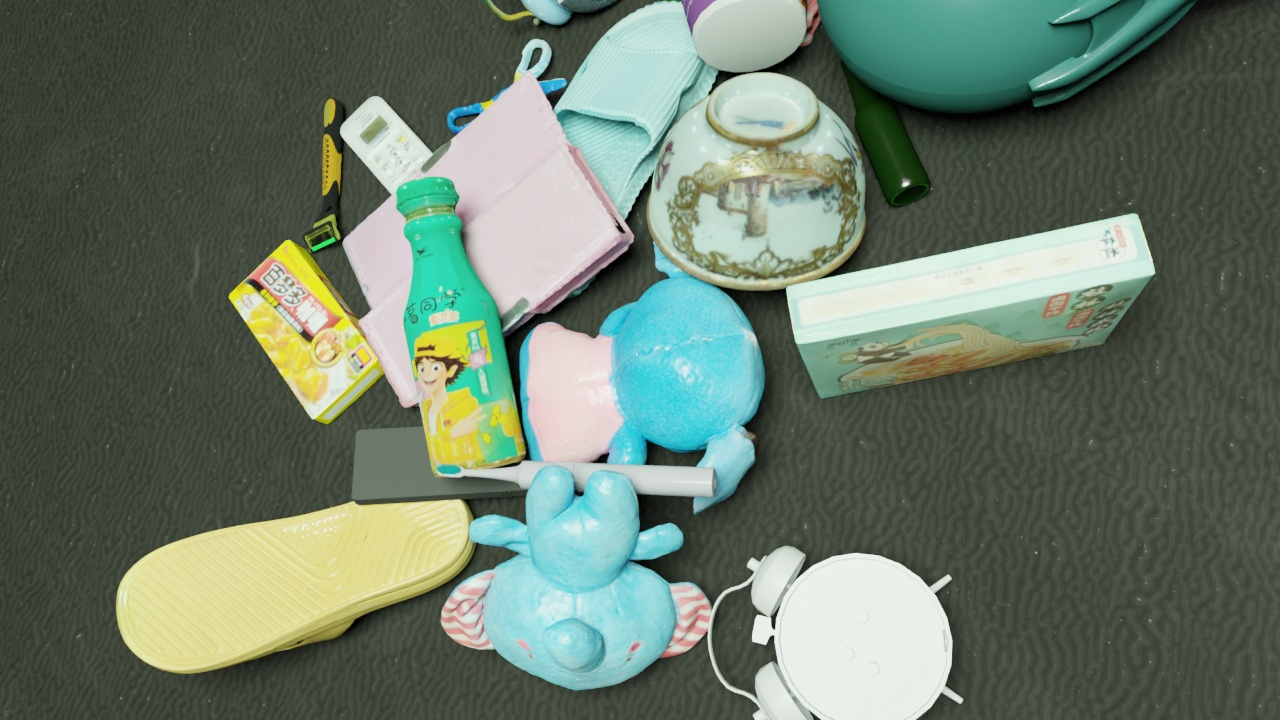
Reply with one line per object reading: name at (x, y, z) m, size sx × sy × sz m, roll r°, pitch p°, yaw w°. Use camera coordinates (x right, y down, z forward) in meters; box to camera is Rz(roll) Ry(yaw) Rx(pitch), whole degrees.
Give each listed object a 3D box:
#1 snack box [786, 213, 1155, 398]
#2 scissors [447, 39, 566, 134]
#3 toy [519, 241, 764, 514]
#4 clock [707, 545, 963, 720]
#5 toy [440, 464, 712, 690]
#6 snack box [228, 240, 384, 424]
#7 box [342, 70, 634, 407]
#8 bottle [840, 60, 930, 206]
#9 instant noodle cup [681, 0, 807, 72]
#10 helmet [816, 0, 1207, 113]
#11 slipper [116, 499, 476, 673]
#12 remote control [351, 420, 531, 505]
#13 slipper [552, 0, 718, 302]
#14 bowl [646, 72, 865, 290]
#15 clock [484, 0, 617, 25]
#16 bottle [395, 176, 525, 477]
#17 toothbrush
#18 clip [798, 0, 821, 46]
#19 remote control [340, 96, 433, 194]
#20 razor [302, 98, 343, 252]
snack box at (0.197, -0.028, 0.575) m, size 0.194 × 0.141 × 0.044 m, roll -11°, pitch 73°, yaw 14°
scissors at (-0.111, -0.222, 0.774) m, size 0.126 × 0.013 × 0.126 m, roll -2°, pitch 63°, yaw 32°
toy at (-0.004, 0.004, 0.658) m, size 0.192 × 0.099 × 0.223 m, roll -15°, pitch 69°, yaw 23°
clock at (0.121, 0.179, 0.588) m, size 0.159 × 0.061 × 0.119 m, roll -4°, pitch 75°, yaw 13°
toy at (-0.039, 0.148, 0.590) m, size 0.183 × 0.181 × 0.114 m, roll 5°, pitch 39°, yaw -2°
snack box at (-0.282, -0.026, 0.780) m, size 0.075 × 0.025 × 0.152 m, roll -43°, pitch 69°, yaw 3°
box at (-0.137, -0.094, 0.717) m, size 0.233 × 0.040 × 0.179 m, roll -38°, pitch 72°, yaw 20°
bottle at (0.176, -0.174, 0.677) m, size 0.033 × 0.033 × 0.123 m, roll -21°, pitch 71°, yaw 10°
instant noodle cup at (0.082, -0.292, 0.681) m, size 0.137 × 0.122 × 0.121 m, roll -13°, pitch 68°, yaw 22°
helmet at (0.255, -0.269, 0.600) m, size 0.275 × 0.176 × 0.200 m, roll -20°, pitch 69°, yaw 11°
slipper at (-0.251, 0.167, 0.697) m, size 0.263 × 0.078 × 0.099 m, roll -17°, pitch 64°, yaw -7°
remote control at (-0.148, 0.077, 0.693) m, size 0.133 × 0.013 × 0.058 m, roll -2°, pitch 62°, yaw -3°
slipper at (-0.031, -0.175, 0.722) m, size 0.116 × 0.069 × 0.276 m, roll 25°, pitch 85°, yaw 24°
bowl at (0.082, -0.137, 0.631) m, size 0.160 × 0.094 × 0.159 m, roll -2°, pitch 52°, yaw 2°
clock at (-0.060, -0.339, 0.746) m, size 0.162 × 0.118 × 0.060 m, roll -39°, pitch 58°, yaw -3°
bottle at (-0.135, -0.024, 0.657) m, size 0.068 × 0.068 × 0.209 m, roll -13°, pitch 87°, yaw 13°
toothbrush at (-0.045, 0.075, 0.595) m, size 0.188 × 0.019 × 0.018 m, roll 0°, pitch 58°, yaw 14°
clip at (0.134, -0.276, 0.714) m, size 0.023 × 0.045 × 0.060 m, roll 29°, pitch 100°, yaw 18°
remote control at (-0.208, -0.174, 0.797) m, size 0.050 × 0.022 × 0.133 m, roll -44°, pitch 69°, yaw 3°
razor at (-0.276, -0.168, 0.816) m, size 0.044 × 0.021 × 0.144 m, roll -14°, pitch 71°, yaw 38°
